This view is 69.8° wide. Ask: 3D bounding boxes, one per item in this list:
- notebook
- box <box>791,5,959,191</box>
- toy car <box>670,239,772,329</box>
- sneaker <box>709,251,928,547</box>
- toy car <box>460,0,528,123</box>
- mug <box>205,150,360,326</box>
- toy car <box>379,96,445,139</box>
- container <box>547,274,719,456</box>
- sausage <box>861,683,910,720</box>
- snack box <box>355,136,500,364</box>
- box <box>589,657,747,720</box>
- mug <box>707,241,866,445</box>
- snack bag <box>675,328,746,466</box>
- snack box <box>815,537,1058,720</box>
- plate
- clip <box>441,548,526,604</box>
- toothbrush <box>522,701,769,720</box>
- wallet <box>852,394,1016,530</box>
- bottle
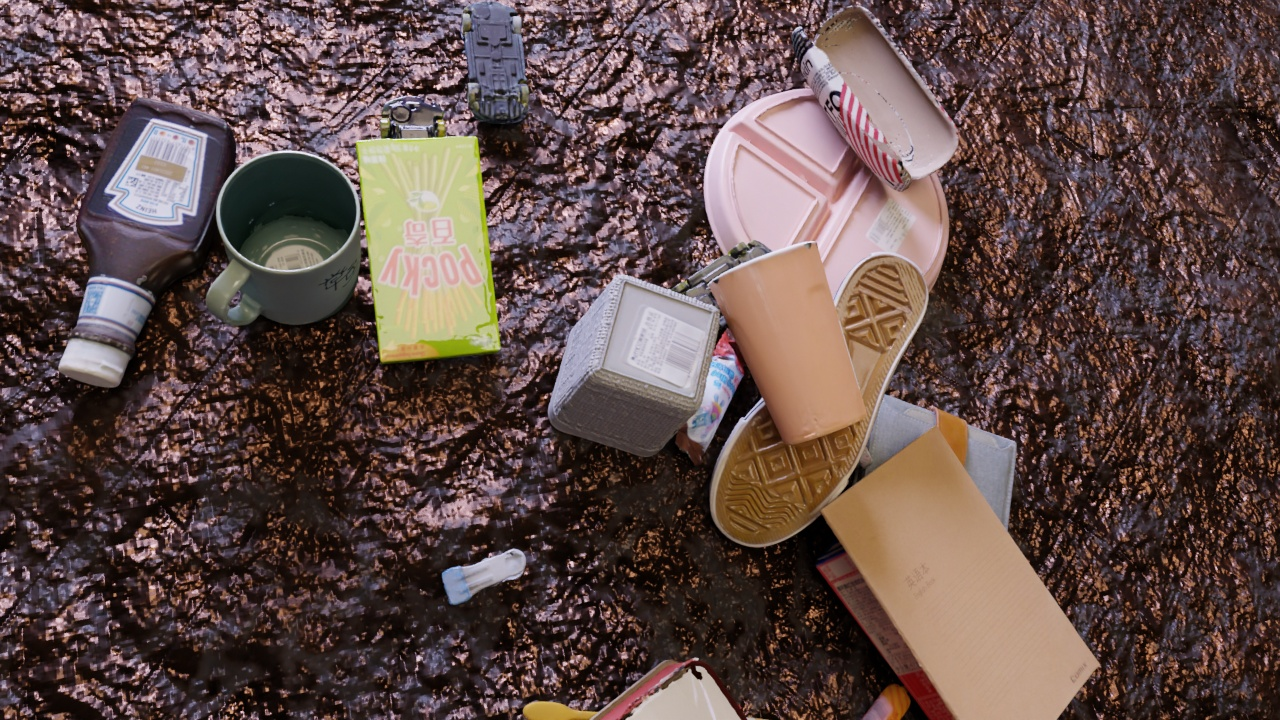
[{"bbox_3d":[0.229,0.164,0.649,0.149,0.012,0.211,-26,79,-39],"label":"notebook"},{"bbox_3d":[0.197,-0.223,0.767,0.087,0.076,0.162,-36,81,3],"label":"box"},{"bbox_3d":[0.064,-0.052,0.720,0.105,0.032,0.048,-34,84,-10],"label":"toy car"},{"bbox_3d":[0.133,0.031,0.690,0.118,0.088,0.241,30,88,8],"label":"sneaker"},{"bbox_3d":[-0.117,-0.236,0.731,0.049,0.031,0.105,-2,74,-18],"label":"toy car"},{"bbox_3d":[-0.235,-0.065,0.598,0.082,0.107,0.111,38,65,-3],"label":"mug"},{"bbox_3d":[-0.167,-0.144,0.684,0.049,0.031,0.106,-4,85,-19],"label":"toy car"},{"bbox_3d":[-0.004,0.004,0.640,0.090,0.114,0.090,18,68,-10],"label":"container"},{"bbox_3d":[0.141,0.288,0.640,0.021,0.021,0.164,46,66,2],"label":"sausage"},{"bbox_3d":[-0.150,-0.078,0.652,0.085,0.026,0.156,-6,89,-18],"label":"snack box"},{"bbox_3d":[0.046,0.275,0.564,0.091,0.078,0.168,-32,82,-22],"label":"box"},{"bbox_3d":[0.104,-0.010,0.618,0.078,0.078,0.122,-20,87,-22],"label":"mug"},{"bbox_3d":[0.054,0.028,0.694,0.026,0.045,0.105,11,61,34],"label":"snack bag"},{"bbox_3d":[0.217,0.207,0.662,0.057,0.058,0.207,-32,83,-45],"label":"snack box"},{"bbox_3d":[0.166,-0.136,0.786,0.229,0.028,0.229,5,70,-15],"label":"plate"},{"bbox_3d":[-0.105,0.144,0.618,0.057,0.036,0.025,-19,77,-17],"label":"clip"},{"bbox_3d":[0.013,0.245,0.621,0.191,0.018,0.016,11,72,-16],"label":"toothbrush"},{"bbox_3d":[0.236,0.089,0.727,0.129,0.037,0.106,21,68,-9],"label":"wallet"},{"bbox_3d":[-0.331,-0.078,0.609,0.080,0.044,0.194,14,70,-12],"label":"bottle"}]
